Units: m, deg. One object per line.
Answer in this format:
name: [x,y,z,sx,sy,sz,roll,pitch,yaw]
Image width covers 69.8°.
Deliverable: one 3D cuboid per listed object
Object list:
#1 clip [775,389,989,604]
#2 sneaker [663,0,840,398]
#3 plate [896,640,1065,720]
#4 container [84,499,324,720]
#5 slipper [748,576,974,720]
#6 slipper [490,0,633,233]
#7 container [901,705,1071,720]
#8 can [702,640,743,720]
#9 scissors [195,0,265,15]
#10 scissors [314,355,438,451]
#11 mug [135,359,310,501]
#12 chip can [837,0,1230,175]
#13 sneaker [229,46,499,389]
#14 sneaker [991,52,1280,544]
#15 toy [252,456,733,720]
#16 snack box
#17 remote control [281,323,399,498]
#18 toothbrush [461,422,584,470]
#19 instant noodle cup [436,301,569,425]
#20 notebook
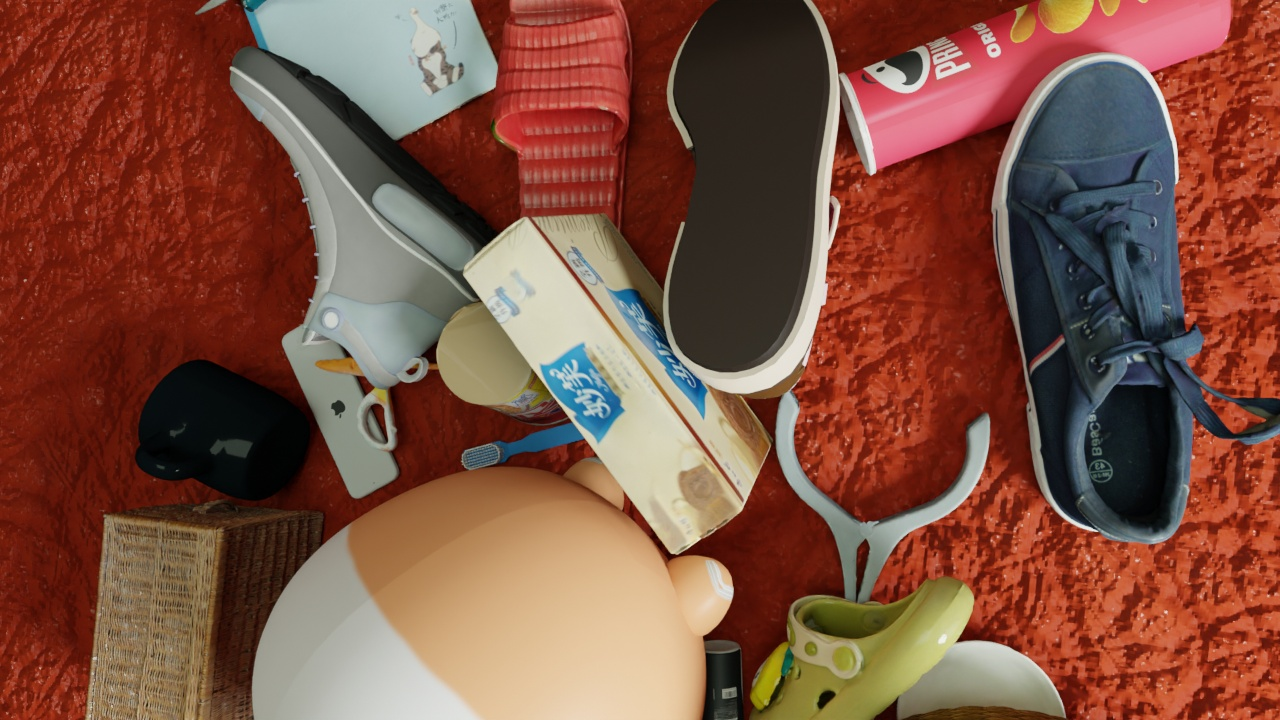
clip: [0.139,0.073,0.628,0.164,0.031,0.169,36,96,14]
sneaker: [0.087,-0.110,0.619,0.112,0.116,0.293,-6,68,21]
plate: [0.222,0.234,0.604,0.104,0.026,0.104,0,89,14]
container: [-0.328,0.204,0.693,0.113,0.113,0.198,5,88,18]
slipper: [0.122,0.188,0.577,0.081,0.091,0.191,45,118,13]
slipper: [-0.057,-0.176,0.665,0.104,0.059,0.248,-3,89,14]
container: [0.214,0.357,0.502,0.307,0.196,0.307,2,98,14]
can: [0.056,0.240,0.641,0.031,0.031,0.080,-3,88,13]
scissors: [-0.291,-0.316,0.734,0.151,0.019,0.119,23,95,15]
scissors: [-0.195,0.010,0.712,0.125,0.011,0.131,3,82,10]
mug: [-0.322,0.060,0.691,0.094,0.121,0.085,23,110,12]
chip can: [0.244,-0.191,0.587,0.221,0.069,0.069,-18,84,12]
sneaker: [-0.233,-0.102,0.682,0.256,0.093,0.160,40,100,6]
sneaker: [0.280,-0.033,0.527,0.121,0.127,0.294,-5,95,10]
toy: [-0.083,0.195,0.567,0.280,0.266,0.263,-45,46,-9]
snack box: [-0.003,0.003,0.583,0.055,0.153,0.207,-37,89,17]
remote control: [-0.239,0.036,0.728,0.045,0.008,0.146,-28,82,11]
toothbrush: [-0.057,0.055,0.682,0.167,0.014,0.016,-16,85,12]
instant noodle cup: [-0.088,-0.002,0.640,0.100,0.112,0.100,0,90,14]
notebook: [-0.233,-0.291,0.734,0.181,0.009,0.253,-25,83,12]
